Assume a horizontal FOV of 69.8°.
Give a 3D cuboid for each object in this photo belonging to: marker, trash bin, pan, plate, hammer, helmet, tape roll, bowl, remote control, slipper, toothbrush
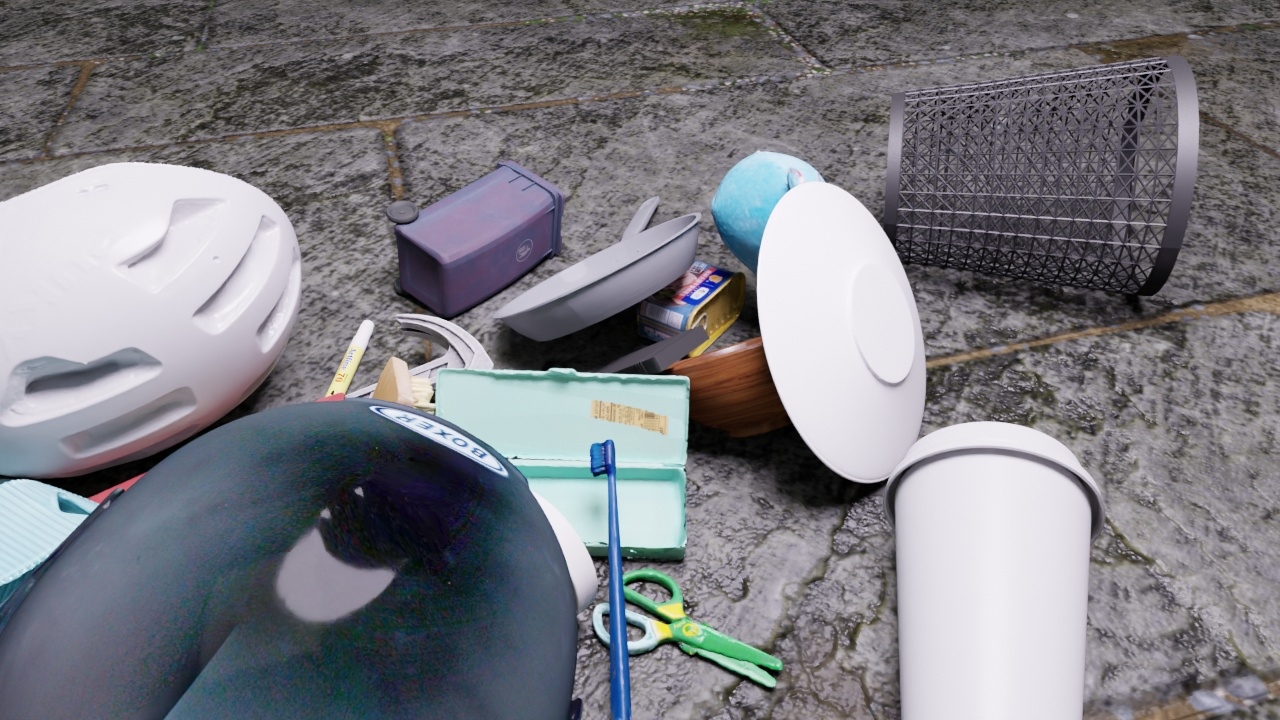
[{"bbox_3d":[-0.253,0.008,0.793,0.014,0.014,0.132,2,38,2],"label":"marker"},{"bbox_3d":[-0.157,-0.122,0.895,0.092,0.094,0.160,33,50,22],"label":"trash bin"},{"bbox_3d":[-0.017,-0.102,0.874,0.201,0.051,0.355,-22,13,20],"label":"pan"},{"bbox_3d":[0.167,-0.025,0.679,0.030,0.229,0.228,-14,24,42],"label":"plate"},{"bbox_3d":[-0.266,0.054,0.708,0.315,0.036,0.126,-24,58,-22],"label":"hammer"},{"bbox_3d":[-0.140,0.133,0.422,0.249,0.237,0.315,27,41,-4],"label":"helmet"},{"bbox_3d":[-0.067,0.123,0.583,0.094,0.094,0.019,28,46,31],"label":"tape roll"},{"bbox_3d":[0.089,0.021,0.718,0.147,0.069,0.147,-17,1,0],"label":"bowl"},{"bbox_3d":[-0.384,-0.029,0.680,0.281,0.225,0.184,-32,72,-29],"label":"helmet"},{"bbox_3d":[-0.004,0.004,0.730,0.058,0.013,0.134,-33,7,-34],"label":"remote control"},{"bbox_3d":[-0.393,0.114,0.559,0.277,0.069,0.115,8,43,40],"label":"slipper"},{"bbox_3d":[-0.020,0.136,0.583,0.017,0.016,0.189,-10,58,7],"label":"toothbrush"},{"bbox_3d":[0.363,-0.175,0.881,0.243,0.217,0.216,4,38,15],"label":"trash bin"}]

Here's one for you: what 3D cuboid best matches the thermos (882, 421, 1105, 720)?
[{"bbox_3d":[0.201,0.154,0.531,0.131,0.132,0.221,10,47,12],"label":"thermos"}]

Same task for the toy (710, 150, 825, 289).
[{"bbox_3d":[0.135,-0.095,0.786,0.114,0.180,0.183,-27,12,-9],"label":"toy"}]

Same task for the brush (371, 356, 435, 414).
[{"bbox_3d":[-0.176,0.058,0.658,0.039,0.117,0.049,5,33,-24],"label":"brush"}]

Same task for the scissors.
[{"bbox_3d":[0.028,0.178,0.580,0.131,0.014,0.071,24,44,29],"label":"scissors"}]

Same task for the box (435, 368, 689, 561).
[{"bbox_3d":[-0.058,0.073,0.658,0.187,0.057,0.137,3,71,2],"label":"box"}]

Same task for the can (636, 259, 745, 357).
[{"bbox_3d":[0.046,-0.050,0.834,0.059,0.054,0.099,22,43,27],"label":"can"}]
